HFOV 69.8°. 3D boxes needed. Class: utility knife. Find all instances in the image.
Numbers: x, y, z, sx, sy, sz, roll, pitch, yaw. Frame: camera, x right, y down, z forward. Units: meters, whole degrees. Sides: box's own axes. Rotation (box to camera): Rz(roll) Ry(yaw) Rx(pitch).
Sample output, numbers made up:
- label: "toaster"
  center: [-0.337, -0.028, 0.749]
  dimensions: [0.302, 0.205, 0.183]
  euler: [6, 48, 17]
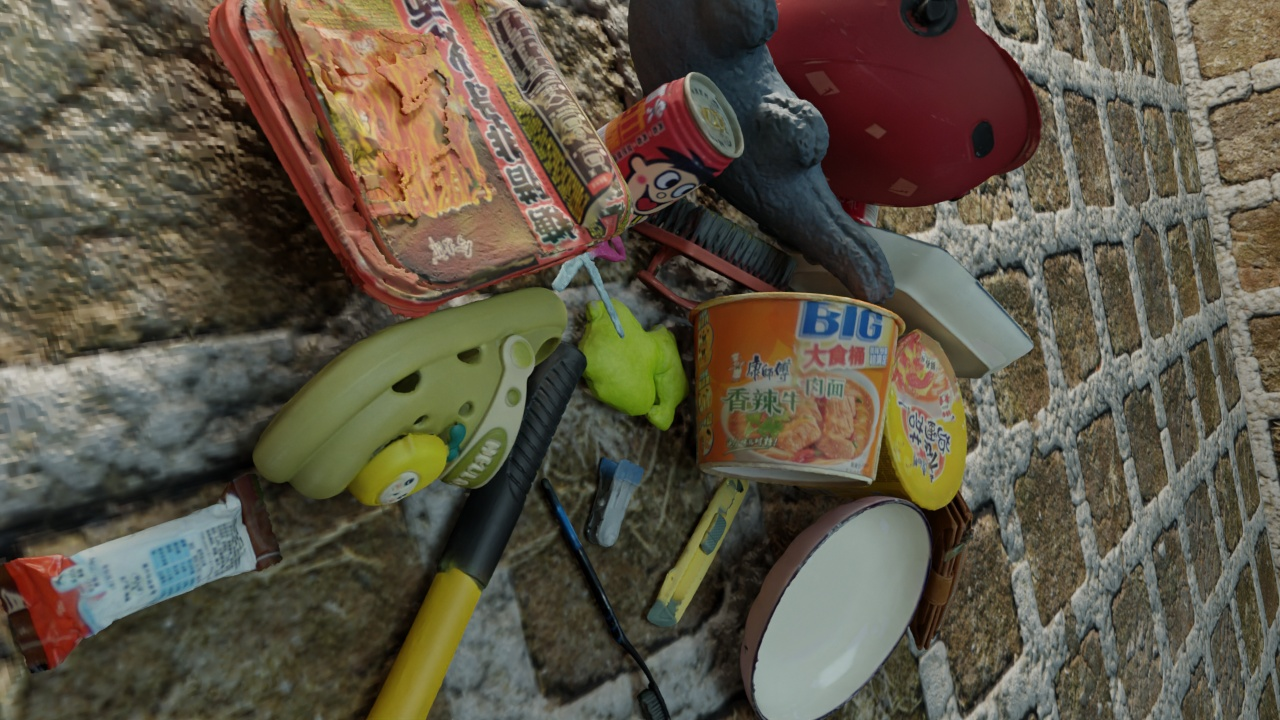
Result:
- label: "utility knife"
  center: [0.052, 0.116, 0.663]
  dimensions: [0.031, 0.020, 0.189]
  euler: [59, 41, -28]

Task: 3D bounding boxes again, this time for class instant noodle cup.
- label: "instant noodle cup"
  center: [0.103, 0.026, 0.635]
  dimensions: [0.151, 0.152, 0.111]
  euler: [18, 74, -44]
- label: "instant noodle cup"
  center: [-0.107, -0.105, 0.462]
  dimensions: [0.188, 0.079, 0.164]
  euler: [-28, 88, -48]
- label: "instant noodle cup"
  center: [0.184, 0.053, 0.743]
  dimensions: [0.137, 0.110, 0.138]
  euler: [11, 75, -45]

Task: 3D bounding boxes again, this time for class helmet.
- label: "helmet"
  center: [0.172, -0.204, 0.717]
  dimensions: [0.144, 0.207, 0.240]
  euler: [-39, 73, -7]

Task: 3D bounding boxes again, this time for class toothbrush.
- label: "toothbrush"
  center: [-0.022, 0.155, 0.571]
  dimensions: [0.016, 0.014, 0.189]
  euler: [-30, 106, -21]

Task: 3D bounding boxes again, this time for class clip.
- label: "clip"
  center: [-0.018, 0.090, 0.583]
  dimensions: [0.027, 0.043, 0.058]
  euler: [37, 64, -40]

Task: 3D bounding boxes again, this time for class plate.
- label: "plate"
  center: [0.215, -0.041, 0.765]
  dimensions: [0.265, 0.162, 0.034]
  euler: [30, 76, -42]
- label: "plate"
  center: [0.141, 0.181, 0.682]
  dimensions: [0.192, 0.039, 0.193]
  euler: [-19, 123, -32]

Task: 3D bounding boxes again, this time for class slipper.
- label: "slipper"
  center: [-0.092, 0.021, 0.454]
  dimensions: [0.081, 0.092, 0.190]
  euler: [52, 38, 6]

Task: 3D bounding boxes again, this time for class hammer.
- label: "hammer"
  center: [-0.094, 0.116, 0.485]
  dimensions: [0.129, 0.033, 0.299]
  euler: [44, 53, -33]

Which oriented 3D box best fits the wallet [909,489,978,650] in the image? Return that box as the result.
- label: "wallet"
  center: [0.244, 0.163, 0.770]
  dimensions: [0.118, 0.035, 0.131]
  euler: [-82, 178, -64]

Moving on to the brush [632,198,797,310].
- label: "brush"
  center: [0.058, -0.065, 0.672]
  dimensions: [0.145, 0.063, 0.069]
  euler: [20, 99, -46]

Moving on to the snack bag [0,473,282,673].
- label: "snack bag"
  center: [-0.202, 0.085, 0.379]
  dimensions: [0.103, 0.026, 0.048]
  euler: [-26, 108, -48]

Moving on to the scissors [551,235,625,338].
- label: "scissors"
  center: [-0.041, -0.074, 0.565]
  dimensions: [0.130, 0.017, 0.133]
  euler: [52, 24, -14]

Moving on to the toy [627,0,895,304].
- label: "toy"
  center: [0.059, -0.190, 0.635]
  dimensions: [0.091, 0.138, 0.356]
  euler: [-36, 105, -10]

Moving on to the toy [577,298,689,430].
- label: "toy"
  center: [-0.004, 0.004, 0.607]
  dimensions: [0.099, 0.031, 0.096]
  euler: [-18, 94, -51]

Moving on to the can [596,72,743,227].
- label: "can"
  center: [0.012, -0.136, 0.594]
  dimensions: [0.066, 0.094, 0.066]
  euler: [34, 42, -38]

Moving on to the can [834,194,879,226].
- label: "can"
  center: [0.194, -0.165, 0.838]
  dimensions: [0.053, 0.053, 0.132]
  euler: [35, 58, -38]
